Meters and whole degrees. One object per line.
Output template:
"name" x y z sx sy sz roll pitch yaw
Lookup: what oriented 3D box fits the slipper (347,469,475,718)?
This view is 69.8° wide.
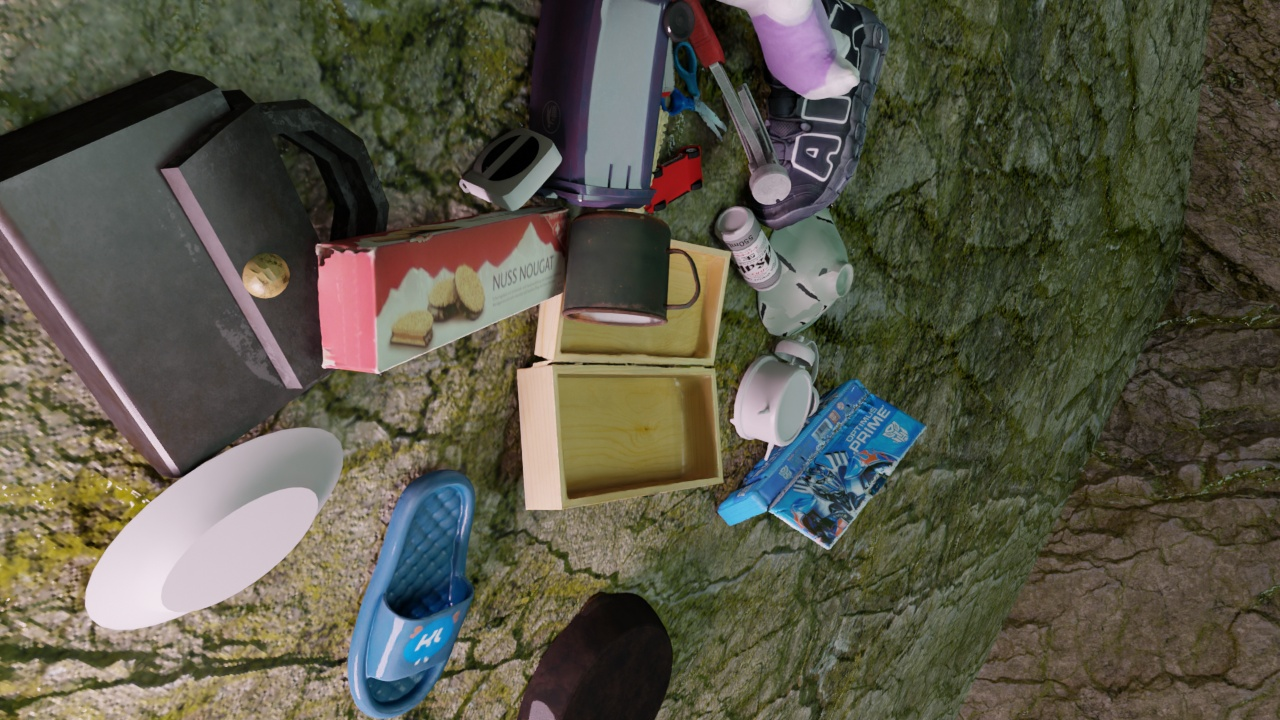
"slipper" -0.174 0.194 0.754 0.103 0.059 0.214 5 101 -55

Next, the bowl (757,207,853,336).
"bowl" 0.215 -0.102 1.092 0.173 0.068 0.174 -22 121 -43

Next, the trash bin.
"trash bin" -0.031 -0.202 0.718 0.092 0.094 0.161 -5 109 -40

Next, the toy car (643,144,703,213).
"toy car" 0.029 -0.172 0.862 0.089 0.025 0.038 -35 131 -36

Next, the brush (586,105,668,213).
"brush" -0.009 -0.175 0.800 0.049 0.039 0.117 5 101 -51

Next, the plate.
"plate" -0.255 0.113 0.578 0.172 0.019 0.173 -42 163 -16

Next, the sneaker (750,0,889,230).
"sneaker" 0.159 -0.266 0.929 0.150 0.097 0.252 22 88 -48

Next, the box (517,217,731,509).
"box" -0.003 0.006 0.869 0.246 0.076 0.257 2 97 -53

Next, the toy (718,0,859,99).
"toy" 0.110 -0.324 0.794 0.209 0.086 0.137 47 30 -27

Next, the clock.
"clock" 0.171 0.038 1.116 0.158 0.061 0.120 -47 139 -34

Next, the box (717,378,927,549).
"box" 0.219 0.114 1.130 0.242 0.167 0.075 -41 122 -33

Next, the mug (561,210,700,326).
"mug" -0.005 -0.072 0.735 0.085 0.111 0.081 17 76 -71

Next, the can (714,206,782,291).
"can" 0.117 -0.118 0.981 0.044 0.044 0.106 -59 142 -14

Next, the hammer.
"hammer" 0.050 -0.279 0.781 0.316 0.036 0.126 50 22 -45

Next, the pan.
"pan" -0.083 0.388 0.971 0.354 0.043 0.249 -20 122 -45

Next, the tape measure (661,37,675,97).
"tape measure" 0.014 -0.255 0.775 0.020 0.062 0.060 -10 120 -9

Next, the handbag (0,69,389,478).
"handbag" -0.230 -0.060 0.526 0.198 0.102 0.197 -42 136 -31

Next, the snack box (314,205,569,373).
"snack box" -0.119 -0.060 0.631 0.272 0.044 0.077 -35 131 -67

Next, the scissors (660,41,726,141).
"scissors" 0.051 -0.239 0.872 0.134 0.016 0.073 38 72 -57

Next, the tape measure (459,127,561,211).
"tape measure" -0.097 -0.144 0.687 0.065 0.064 0.017 -49 139 -14
